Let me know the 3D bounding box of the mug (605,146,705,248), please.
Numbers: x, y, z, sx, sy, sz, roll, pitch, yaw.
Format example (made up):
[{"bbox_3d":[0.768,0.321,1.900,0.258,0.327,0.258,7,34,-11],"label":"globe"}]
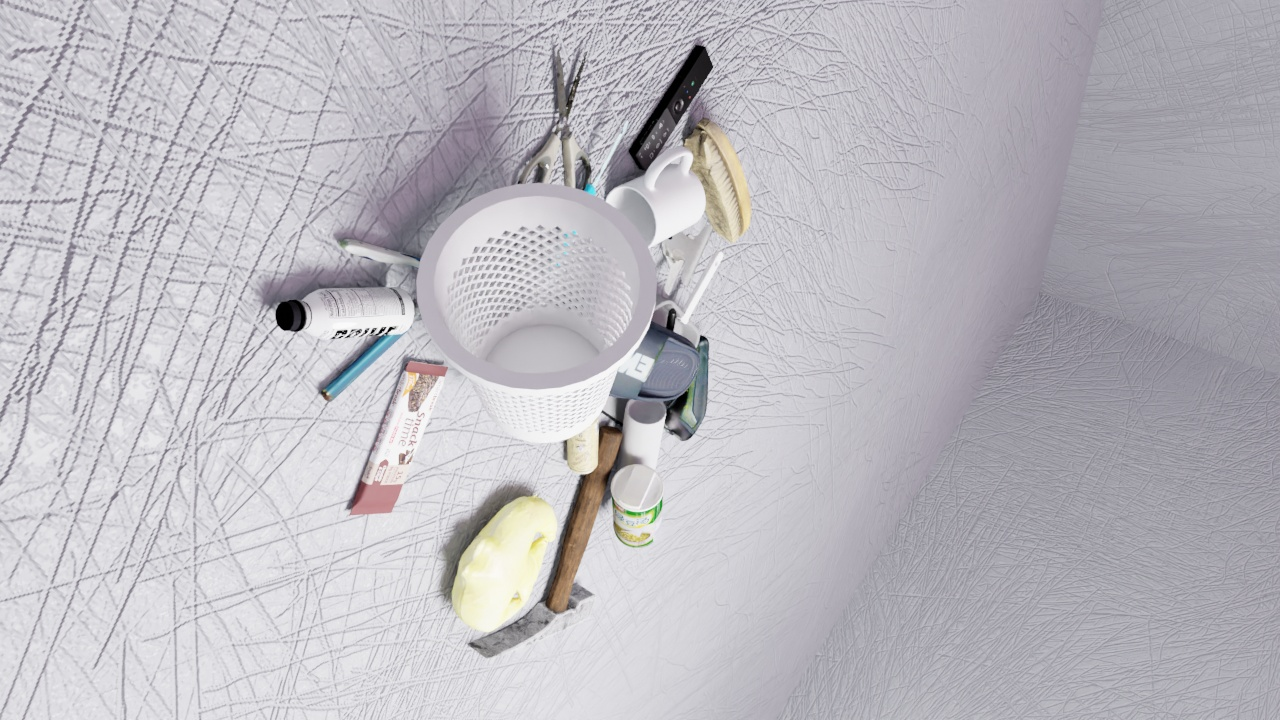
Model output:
[{"bbox_3d":[0.021,-0.182,1.001,0.090,0.074,0.111,-34,155,-42],"label":"mug"}]

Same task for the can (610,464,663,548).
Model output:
[{"bbox_3d":[-0.004,0.193,1.210,0.067,0.067,0.121,-47,157,-28],"label":"can"}]

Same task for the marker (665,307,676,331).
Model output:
[{"bbox_3d":[0.032,-0.006,1.178,0.011,0.011,0.152,-36,147,-40],"label":"marker"}]

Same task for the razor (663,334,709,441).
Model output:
[{"bbox_3d":[0.065,0.039,1.290,0.067,0.054,0.151,-3,110,-39],"label":"razor"}]

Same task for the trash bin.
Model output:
[{"bbox_3d":[-0.091,-0.022,0.838,0.195,0.195,0.200,-51,167,-23],"label":"trash bin"}]

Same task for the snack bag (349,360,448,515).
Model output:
[{"bbox_3d":[-0.229,0.076,0.875,0.057,0.013,0.158,12,102,-62],"label":"snack bag"}]

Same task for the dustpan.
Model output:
[{"bbox_3d":[0.031,-0.034,1.186,0.257,0.033,0.163,-60,151,-6],"label":"dustpan"}]

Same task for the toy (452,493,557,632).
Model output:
[{"bbox_3d":[-0.157,0.232,1.060,0.170,0.065,0.155,-65,151,-5],"label":"toy"}]

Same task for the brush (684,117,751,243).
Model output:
[{"bbox_3d":[0.096,-0.216,1.123,0.043,0.059,0.195,-46,145,-14],"label":"brush"}]

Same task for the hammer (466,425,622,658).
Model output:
[{"bbox_3d":[-0.102,0.227,1.177,0.217,0.037,0.301,-3,114,-57],"label":"hammer"}]

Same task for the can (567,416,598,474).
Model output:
[{"bbox_3d":[-0.071,0.098,1.121,0.038,0.038,0.080,-35,140,-41],"label":"can"}]

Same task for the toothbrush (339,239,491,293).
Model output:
[{"bbox_3d":[-0.193,-0.081,0.808,0.017,0.016,0.188,-58,152,10],"label":"toothbrush"}]

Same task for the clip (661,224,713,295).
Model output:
[{"bbox_3d":[0.051,-0.132,1.132,0.058,0.052,0.101,92,19,-56],"label":"clip"}]

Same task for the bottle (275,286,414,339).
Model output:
[{"bbox_3d":[-0.238,-0.038,0.740,0.115,0.041,0.041,-9,120,-56],"label":"bottle"}]

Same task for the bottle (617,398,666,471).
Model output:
[{"bbox_3d":[-0.003,0.129,1.231,0.052,0.052,0.196,-40,152,-36],"label":"bottle"}]

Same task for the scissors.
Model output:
[{"bbox_3d":[-0.078,-0.210,0.890,0.165,0.012,0.157,-55,152,-15],"label":"scissors"}]

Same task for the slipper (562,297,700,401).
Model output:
[{"bbox_3d":[-0.006,0.006,1.074,0.267,0.083,0.111,17,105,-49],"label":"slipper"}]

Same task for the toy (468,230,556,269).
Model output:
[{"bbox_3d":[-0.120,-0.107,0.889,0.049,0.030,0.111,-55,159,18],"label":"toy"}]

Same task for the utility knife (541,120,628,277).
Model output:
[{"bbox_3d":[-0.057,-0.165,0.938,0.179,0.015,0.022,-62,164,11],"label":"utility knife"}]

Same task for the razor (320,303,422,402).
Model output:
[{"bbox_3d":[-0.223,-0.015,0.807,0.143,0.022,0.042,-44,152,-23],"label":"razor"}]

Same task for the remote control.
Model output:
[{"bbox_3d":[0.035,-0.280,1.019,0.150,0.013,0.034,-59,150,-10],"label":"remote control"}]
